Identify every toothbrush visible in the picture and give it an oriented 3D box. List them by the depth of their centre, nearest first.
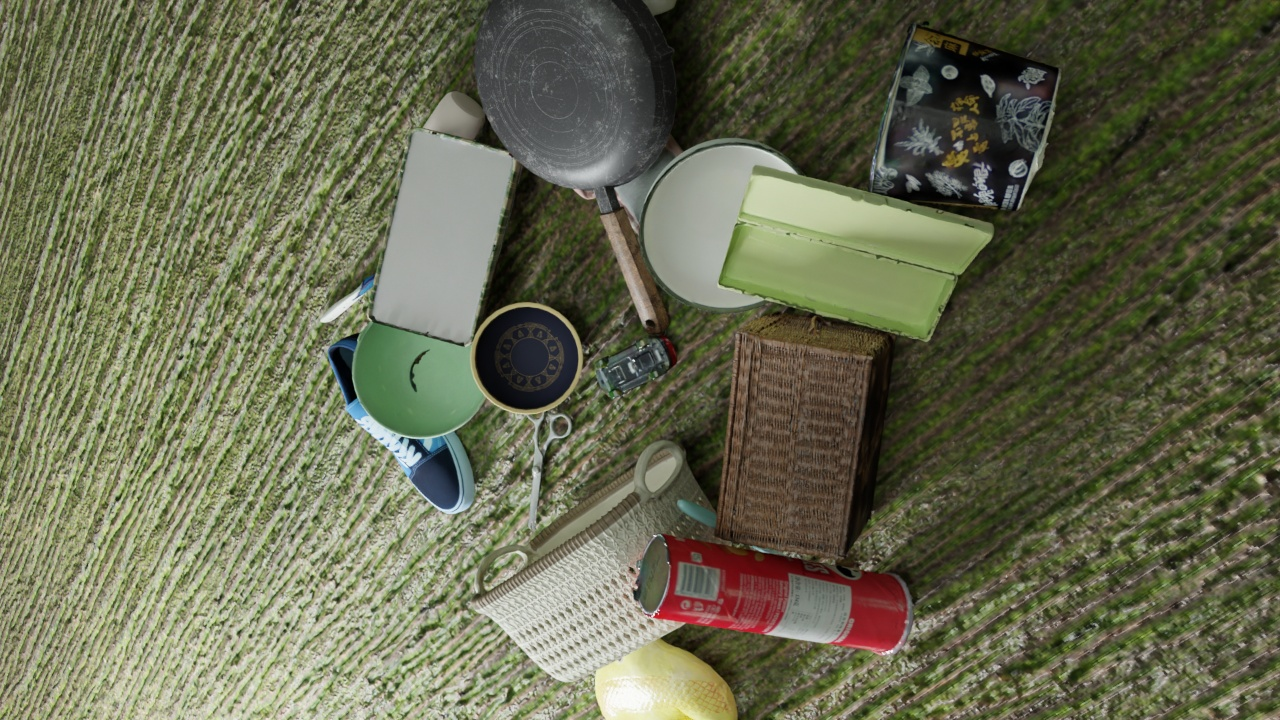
[{"bbox_3d":[0.106,0.170,0.836,0.180,0.016,0.017,32,128,-17],"label":"toothbrush"},{"bbox_3d":[-0.324,-0.093,1.083,0.189,0.016,0.017,-32,73,30],"label":"toothbrush"}]

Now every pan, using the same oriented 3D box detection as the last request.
[{"bbox_3d":[-0.041,-0.174,0.832,0.208,0.040,0.357,-5,115,35],"label":"pan"}]

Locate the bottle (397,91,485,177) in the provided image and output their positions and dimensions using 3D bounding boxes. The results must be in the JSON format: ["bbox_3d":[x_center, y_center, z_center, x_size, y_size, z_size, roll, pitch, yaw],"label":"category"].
[{"bbox_3d":[-0.221,-0.217,0.978,0.051,0.051,0.146,50,119,12],"label":"bottle"}]

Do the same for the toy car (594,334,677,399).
[{"bbox_3d":[-0.005,0.005,0.908,0.091,0.036,0.042,-27,86,30],"label":"toy car"}]

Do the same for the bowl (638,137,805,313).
[{"bbox_3d":[0.074,-0.124,0.797,0.153,0.072,0.154,-1,121,-1],"label":"bowl"}]

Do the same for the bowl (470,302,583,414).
[{"bbox_3d":[-0.116,-0.003,0.948,0.112,0.061,0.112,0,92,-3],"label":"bowl"}]

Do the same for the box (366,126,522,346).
[{"bbox_3d":[-0.198,-0.123,0.931,0.117,0.050,0.205,14,99,-3],"label":"box"}]

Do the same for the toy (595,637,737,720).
[{"bbox_3d":[0.018,0.345,0.950,0.171,0.064,0.155,-18,103,37],"label":"toy"}]

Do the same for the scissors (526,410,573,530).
[{"bbox_3d":[-0.118,0.103,1.005,0.095,0.014,0.171,35,112,17],"label":"scissors"}]

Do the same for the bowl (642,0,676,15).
[{"bbox_3d":[-0.016,-0.338,0.808,0.116,0.116,0.066,5,122,29],"label":"bowl"}]

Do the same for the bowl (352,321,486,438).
[{"bbox_3d":[-0.230,0.011,1.000,0.151,0.077,0.150,0,82,0],"label":"bowl"}]

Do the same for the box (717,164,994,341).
[{"bbox_3d":[0.165,-0.087,0.732,0.188,0.043,0.141,14,144,2],"label":"box"}]

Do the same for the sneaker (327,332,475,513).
[{"bbox_3d":[-0.285,0.078,1.045,0.084,0.098,0.241,-36,82,30],"label":"sneaker"}]

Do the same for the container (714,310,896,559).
[{"bbox_3d":[0.143,0.062,0.791,0.113,0.113,0.199,10,106,24],"label":"container"}]

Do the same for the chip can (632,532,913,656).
[{"bbox_3d":[0.113,0.199,0.777,0.232,0.073,0.073,14,113,-19],"label":"chip can"}]

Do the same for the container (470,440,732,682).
[{"bbox_3d":[-0.033,0.196,0.886,0.247,0.184,0.143,-37,91,31],"label":"container"}]

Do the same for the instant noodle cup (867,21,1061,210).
[{"bbox_3d":[0.242,-0.174,0.684,0.112,0.137,0.137,15,107,16],"label":"instant noodle cup"}]

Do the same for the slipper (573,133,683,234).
[{"bbox_3d":[-0.036,-0.212,0.872,0.274,0.054,0.114,49,119,11],"label":"slipper"}]
